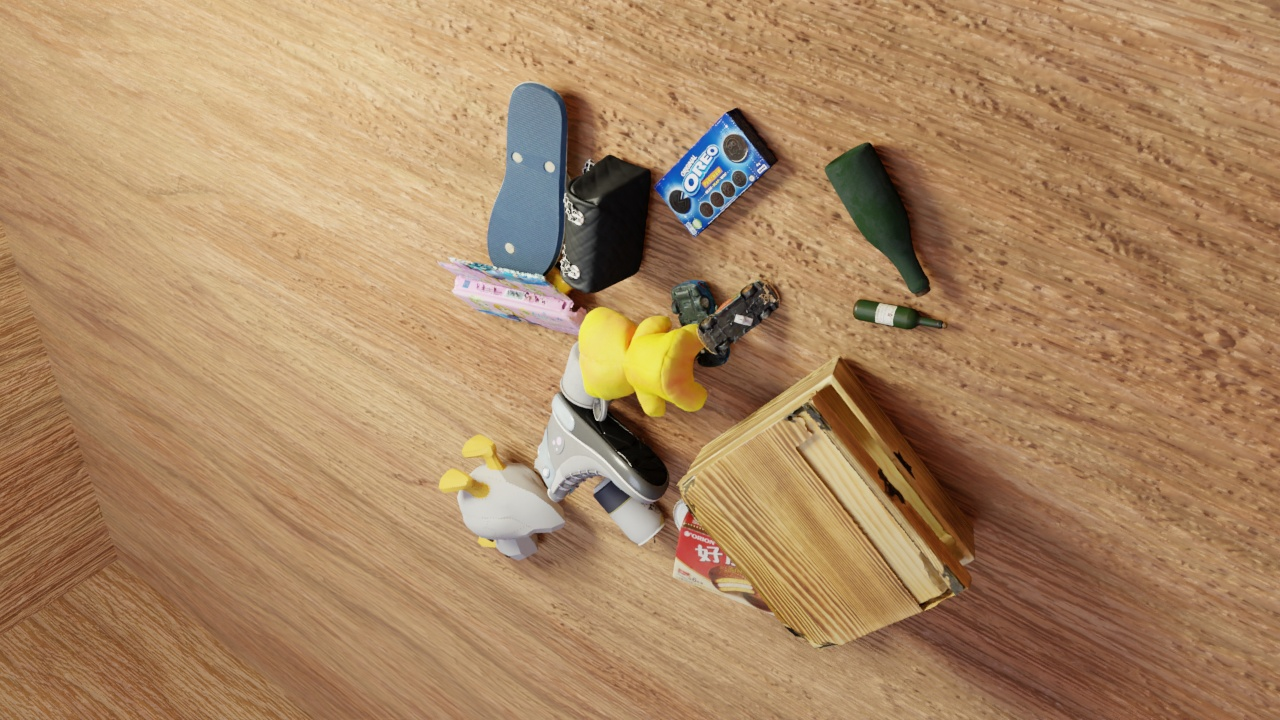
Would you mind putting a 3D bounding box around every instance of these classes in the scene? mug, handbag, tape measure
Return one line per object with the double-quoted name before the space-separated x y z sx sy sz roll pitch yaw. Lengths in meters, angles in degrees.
"mug" -0.064 0.028 1.315 0.113 0.084 0.071 -114 32 -42
"handbag" -0.064 -0.175 1.163 0.115 0.124 0.154 29 132 20
"tape measure" -0.123 -0.116 1.315 0.059 0.030 0.068 51 143 -2

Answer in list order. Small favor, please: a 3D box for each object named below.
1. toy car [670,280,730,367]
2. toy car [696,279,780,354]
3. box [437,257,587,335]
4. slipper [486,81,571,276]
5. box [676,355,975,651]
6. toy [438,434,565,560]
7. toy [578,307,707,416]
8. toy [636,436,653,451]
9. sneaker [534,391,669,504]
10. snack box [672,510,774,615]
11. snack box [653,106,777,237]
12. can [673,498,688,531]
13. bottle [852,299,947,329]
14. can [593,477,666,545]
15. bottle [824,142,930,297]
"toy car" 0.082 -0.049 1.191 0.056 0.043 0.120 -7 111 41
"toy car" 0.120 -0.057 1.145 0.112 0.047 0.047 -37 105 4
"box" -0.186 -0.094 1.313 0.231 0.035 0.159 14 166 31
"slipper" -0.138 -0.233 1.233 0.118 0.060 0.296 26 128 18
"box" 0.214 0.185 1.105 0.248 0.175 0.279 -38 94 26
"toy" -0.229 0.257 1.580 0.247 0.140 0.268 1 135 36
"toy" -0.007 0.007 1.191 0.194 0.087 0.134 12 105 39
"toy" -0.024 0.163 1.370 0.103 0.090 0.071 -14 123 9
"sneaker" -0.069 0.164 1.333 0.256 0.093 0.161 43 114 44
"snack box" 0.169 0.290 1.293 0.236 0.060 0.113 17 128 14
"snack box" 0.086 -0.220 1.085 0.082 0.027 0.151 50 136 0
"can" 0.095 0.232 1.368 0.086 0.043 0.086 21 128 29
"bottle" 0.294 -0.049 1.038 0.106 0.025 0.025 14 126 31
"can" -0.014 0.233 1.438 0.127 0.064 0.064 49 136 1
"bottle" 0.262 -0.145 0.980 0.055 0.055 0.174 -22 104 44
